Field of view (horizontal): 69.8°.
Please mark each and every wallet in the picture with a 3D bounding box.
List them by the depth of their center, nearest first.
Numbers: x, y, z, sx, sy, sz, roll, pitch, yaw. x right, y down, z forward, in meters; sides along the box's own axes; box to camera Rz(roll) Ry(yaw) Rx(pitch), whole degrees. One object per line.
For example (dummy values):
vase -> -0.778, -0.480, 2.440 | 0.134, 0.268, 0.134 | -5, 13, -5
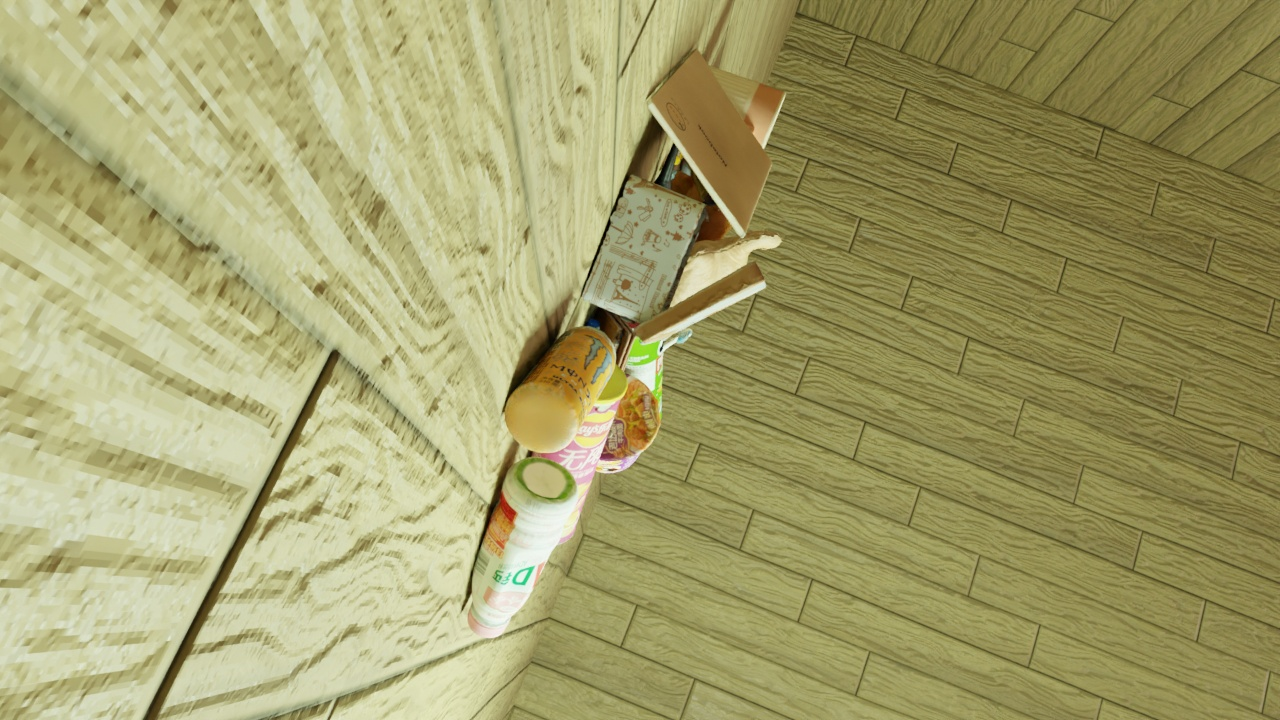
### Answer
wallet -> -0.045, 0.016, 0.980 | 0.131, 0.035, 0.119 | -70, -155, 15

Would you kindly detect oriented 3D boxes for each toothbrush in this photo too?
toothbrush -> 0.020, -0.191, 1.059 | 0.026, 0.027, 0.213 | -120, -141, -47
toothbrush -> 0.049, -0.255, 1.167 | 0.191, 0.018, 0.016 | -62, 175, -64
toothbrush -> 0.006, -0.003, 1.273 | 0.222, 0.027, 0.026 | -30, -155, 53

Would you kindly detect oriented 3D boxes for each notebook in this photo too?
notebook -> 0.074, -0.217, 0.888 | 0.008, 0.148, 0.207 | -29, -162, 28

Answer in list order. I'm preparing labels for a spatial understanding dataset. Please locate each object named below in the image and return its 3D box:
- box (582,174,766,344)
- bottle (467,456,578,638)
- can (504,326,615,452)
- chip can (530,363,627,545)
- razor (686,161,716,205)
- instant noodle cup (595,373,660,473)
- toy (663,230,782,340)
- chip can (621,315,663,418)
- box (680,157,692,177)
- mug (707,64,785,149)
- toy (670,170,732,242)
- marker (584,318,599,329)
box -> 0.047, -0.081, 0.920 | 0.182, 0.168, 0.151 | -48, 158, -83
bottle -> -0.117, 0.181, 0.856 | 0.068, 0.068, 0.197 | -63, 177, -60
can -> -0.062, 0.020, 0.749 | 0.145, 0.058, 0.058 | -62, 173, -67
chip can -> -0.074, 0.093, 0.924 | 0.071, 0.071, 0.211 | -64, 175, -53
razor -> 0.063, -0.214, 0.929 | 0.067, 0.062, 0.167 | 51, 21, -40
instant noodle cup -> -0.037, 0.083, 1.097 | 0.099, 0.111, 0.111 | 100, 12, -65
toy -> 0.073, -0.103, 1.163 | 0.226, 0.082, 0.143 | -32, 171, 5
chip can -> -0.007, 0.007, 1.129 | 0.236, 0.072, 0.072 | 90, 19, -53
box -> 0.102, -0.316, 1.302 | 0.202, 0.095, 0.099 | 100, -15, -70
mug -> 0.105, -0.290, 1.084 | 0.114, 0.106, 0.082 | -65, 175, -50
toy -> 0.068, -0.170, 1.245 | 0.139, 0.130, 0.200 | -29, 140, -36
marker -> -0.073, 0.024, 0.983 | 0.016, 0.017, 0.146 | -58, 169, -74
